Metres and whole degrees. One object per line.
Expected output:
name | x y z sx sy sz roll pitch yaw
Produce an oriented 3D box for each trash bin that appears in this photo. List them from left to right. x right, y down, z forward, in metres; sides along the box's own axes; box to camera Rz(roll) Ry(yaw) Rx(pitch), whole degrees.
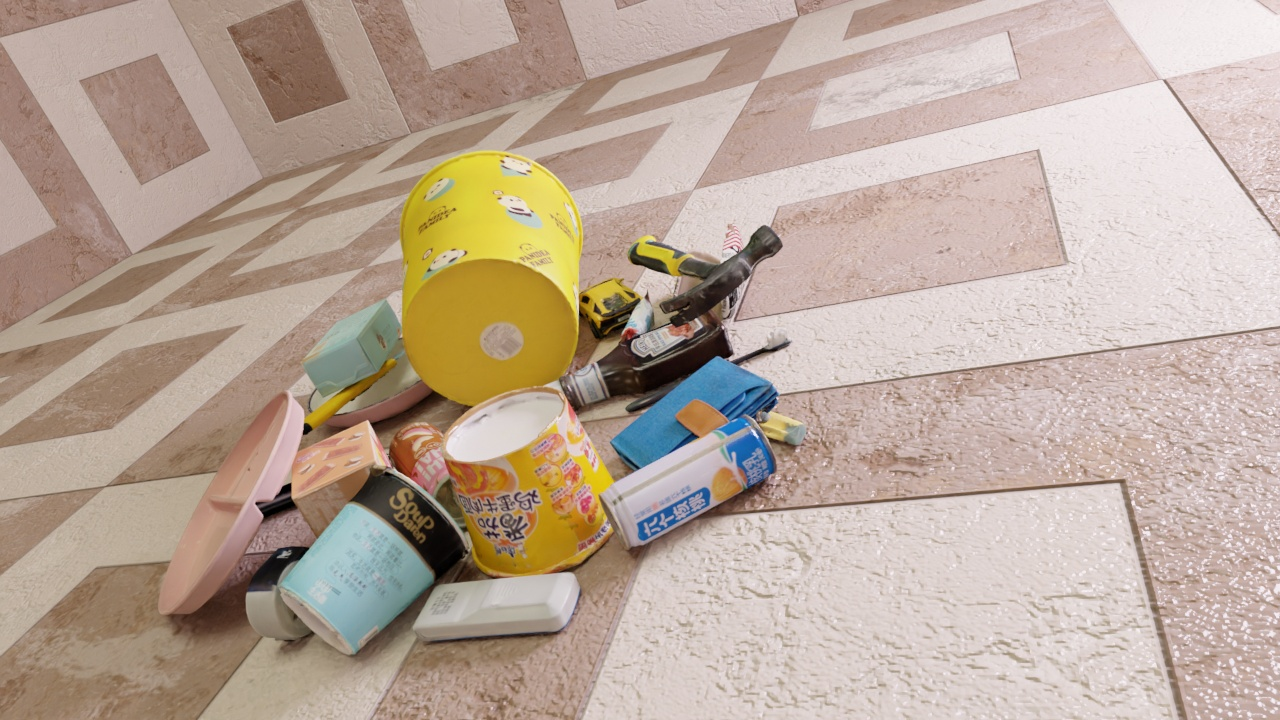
trash bin | -0.171 -0.091 1.059 0.230 0.230 0.255 -19 32 3

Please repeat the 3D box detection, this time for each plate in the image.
plate | -0.384 0.134 0.871 0.230 0.028 0.229 -40 31 30
plate | -0.312 0.028 1.131 0.192 0.039 0.192 -17 25 8

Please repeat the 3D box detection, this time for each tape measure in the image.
tape measure | -0.289 0.195 0.753 0.034 0.066 0.065 -8 27 20

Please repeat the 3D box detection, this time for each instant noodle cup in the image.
instant noodle cup | -0.217 0.162 0.730 0.111 0.111 0.120 7 44 45
instant noodle cup | -0.093 0.094 0.755 0.138 0.110 0.137 -16 26 8

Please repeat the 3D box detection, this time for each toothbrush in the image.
toothbrush | -0.329 0.125 0.967 0.212 0.027 0.026 -22 19 -3
toothbrush | 0.067 0.011 0.909 0.181 0.018 0.015 -25 30 -5

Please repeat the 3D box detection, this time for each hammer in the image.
hammer | 0.041 -0.106 1.014 0.126 0.032 0.323 -42 19 -5

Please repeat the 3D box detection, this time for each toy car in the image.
toy car | -0.042 -0.071 1.122 0.071 0.041 0.156 -25 24 -9

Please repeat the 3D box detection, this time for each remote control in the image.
remote control | -0.108 0.183 0.689 0.125 0.024 0.048 -12 26 20

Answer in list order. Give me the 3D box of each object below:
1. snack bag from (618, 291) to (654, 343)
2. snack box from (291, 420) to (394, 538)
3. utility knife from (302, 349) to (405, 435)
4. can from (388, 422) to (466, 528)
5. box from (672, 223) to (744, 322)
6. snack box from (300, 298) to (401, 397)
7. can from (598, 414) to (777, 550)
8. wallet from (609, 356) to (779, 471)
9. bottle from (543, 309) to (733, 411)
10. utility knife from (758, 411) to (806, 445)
snack bag | -0.002 -0.037 1.021 0.026 0.045 0.105 2 32 17
snack box | -0.261 0.124 0.840 0.077 0.093 0.094 -26 26 -11
utility knife | -0.323 0.028 1.071 0.033 0.015 0.208 -5 29 42
can | -0.191 0.105 0.866 0.057 0.058 0.147 -31 27 -20
box | 0.076 -0.094 1.043 0.088 0.076 0.162 -9 31 13
snack box | -0.346 -0.018 1.117 0.074 0.051 0.174 -24 19 5
can | 0.037 0.095 0.719 0.134 0.053 0.053 -27 26 -12
wallet | 0.045 0.053 0.801 0.133 0.040 0.106 -39 28 -11
bottle | -0.006 0.005 0.942 0.195 0.044 0.080 -23 27 -2
utility knife | 0.088 0.050 0.823 0.030 0.018 0.168 -29 22 -29
